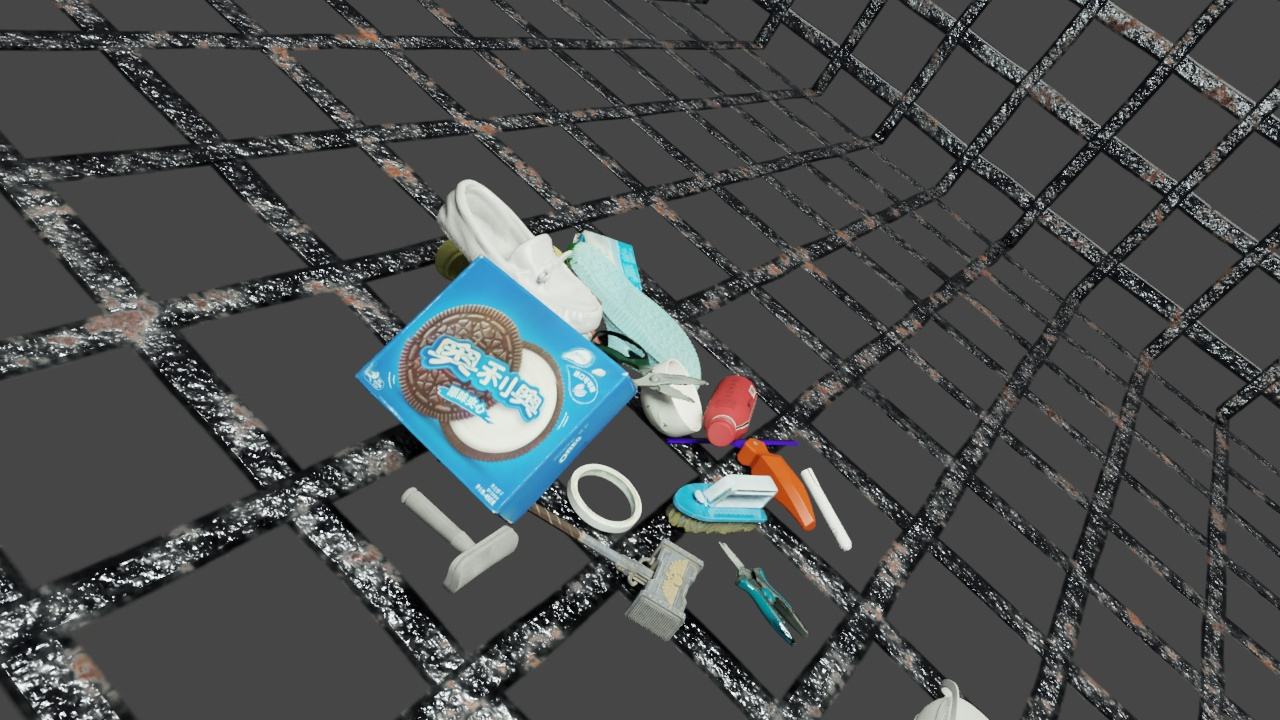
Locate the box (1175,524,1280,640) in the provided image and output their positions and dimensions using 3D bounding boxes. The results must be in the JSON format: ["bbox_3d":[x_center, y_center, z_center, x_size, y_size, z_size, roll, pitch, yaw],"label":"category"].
[{"bbox_3d":[0.263,0.342,0.660,0.148,0.508,0.166,-5,49,-50],"label":"box"}]

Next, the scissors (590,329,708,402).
[{"bbox_3d":[-0.003,0.006,1.192,0.209,0.015,0.154,3,40,13],"label":"scissors"}]

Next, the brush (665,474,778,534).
[{"bbox_3d":[0.098,0.172,1.127,0.135,0.075,0.055,7,41,-36],"label":"brush"}]

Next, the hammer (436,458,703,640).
[{"bbox_3d":[-0.087,0.178,0.995,0.322,0.044,0.098,31,33,0],"label":"hammer"}]

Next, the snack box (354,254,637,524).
[{"bbox_3d":[-0.153,0.025,0.975,0.239,0.195,0.056,38,-12,24],"label":"snack box"}]

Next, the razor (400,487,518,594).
[{"bbox_3d":[-0.193,0.168,0.915,0.116,0.047,0.088,37,32,18],"label":"razor"}]

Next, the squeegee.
[{"bbox_3d":[0.177,0.156,1.233,0.249,0.055,0.184,5,35,-37],"label":"squeegee"}]

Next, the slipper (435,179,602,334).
[{"bbox_3d":[-0.140,-0.123,1.098,0.247,0.075,0.112,44,50,11],"label":"slipper"}]

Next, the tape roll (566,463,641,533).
[{"bbox_3d":[-0.042,0.161,1.076,0.093,0.013,0.092,23,35,-18],"label":"tape roll"}]

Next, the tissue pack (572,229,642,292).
[{"bbox_3d":[-0.054,-0.135,1.399,0.092,0.062,0.144,15,36,-25],"label":"tissue pack"}]

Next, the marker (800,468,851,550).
[{"bbox_3d":[0.259,0.206,1.274,0.017,0.020,0.133,0,45,-27],"label":"marker"}]

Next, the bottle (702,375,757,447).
[{"bbox_3d":[0.120,0.073,1.253,0.062,0.062,0.176,35,20,2],"label":"bottle"}]

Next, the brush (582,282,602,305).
[{"bbox_3d":[-0.090,-0.027,1.154,0.008,0.143,0.045,-4,41,-46],"label":"brush"}]

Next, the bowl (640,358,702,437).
[{"bbox_3d":[0.037,0.054,1.224,0.105,0.054,0.104,52,26,-40],"label":"bowl"}]

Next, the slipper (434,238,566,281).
[{"bbox_3d":[-0.182,-0.117,1.243,0.190,0.092,0.081,7,44,-30],"label":"slipper"}]

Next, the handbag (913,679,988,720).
[{"bbox_3d":[0.388,0.475,0.983,0.222,0.096,0.215,42,35,2],"label":"handbag"}]

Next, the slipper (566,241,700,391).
[{"bbox_3d":[-0.017,-0.054,1.311,0.276,0.070,0.115,46,33,-13],"label":"slipper"}]

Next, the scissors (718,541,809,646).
[{"bbox_3d":[0.141,0.276,1.084,0.129,0.019,0.138,24,32,-14],"label":"scissors"}]

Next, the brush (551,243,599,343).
[{"bbox_3d":[-0.107,-0.084,1.248,0.040,0.030,0.172,-34,103,-48],"label":"brush"}]
